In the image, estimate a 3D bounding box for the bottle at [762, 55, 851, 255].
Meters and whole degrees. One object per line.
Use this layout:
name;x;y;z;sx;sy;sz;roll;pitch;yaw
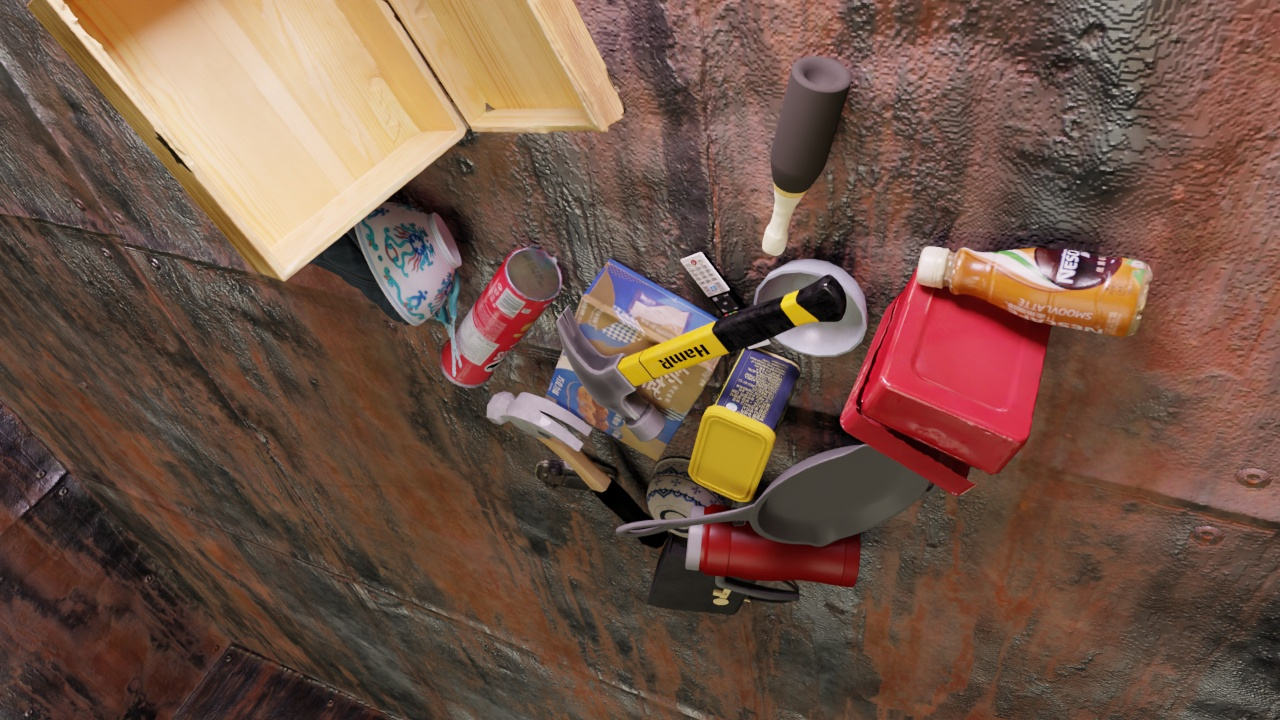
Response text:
bottle;0.126;-0.156;0.751;0.045;0.045;0.185;23;143;11

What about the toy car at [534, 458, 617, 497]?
toy car;-0.089;0.155;1.264;0.113;0.040;0.049;11;138;-8

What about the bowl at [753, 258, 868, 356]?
bowl;0.162;-0.055;0.850;0.106;0.039;0.106;19;142;16

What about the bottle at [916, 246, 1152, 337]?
bottle;0.306;-0.062;0.724;0.167;0.059;0.059;13;140;23

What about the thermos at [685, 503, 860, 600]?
thermos;0.155;0.234;1.101;0.198;0.083;0.108;5;105;4

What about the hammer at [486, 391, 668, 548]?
hammer;-0.059;0.149;1.177;0.131;0.039;0.328;9;149;42

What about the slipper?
slipper;-0.350;-0.141;1.038;0.266;0.083;0.109;60;176;-27

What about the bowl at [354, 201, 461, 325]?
bowl;-0.246;-0.119;1.015;0.074;0.143;0.144;-25;126;2

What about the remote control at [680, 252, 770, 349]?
remote control;0.087;-0.060;0.919;0.028;0.011;0.124;-15;124;45

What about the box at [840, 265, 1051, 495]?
box;0.257;0.010;0.762;0.130;0.157;0.098;26;147;4

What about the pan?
pan;0.148;0.147;0.965;0.354;0.024;0.217;-7;144;-8

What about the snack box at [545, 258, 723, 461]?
snack box;-0.006;0.006;1.014;0.155;0.069;0.203;29;144;2

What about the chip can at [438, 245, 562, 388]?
chip can;-0.166;-0.046;1.065;0.073;0.073;0.234;37;143;-8

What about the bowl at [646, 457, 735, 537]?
bowl;0.059;0.185;1.184;0.115;0.059;0.116;19;142;16

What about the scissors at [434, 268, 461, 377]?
scissors;-0.218;-0.051;1.078;0.095;0.015;0.142;-56;49;38

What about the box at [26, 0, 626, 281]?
box;-0.232;-0.249;0.723;0.337;0.285;0.279;12;143;50

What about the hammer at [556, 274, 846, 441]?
hammer;0.054;-0.018;0.867;0.326;0.033;0.170;-21;118;44

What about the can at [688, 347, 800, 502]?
can;0.111;0.067;0.972;0.075;0.104;0.135;23;143;11

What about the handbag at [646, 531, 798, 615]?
handbag;0.125;0.306;1.293;0.196;0.072;0.176;17;143;2
